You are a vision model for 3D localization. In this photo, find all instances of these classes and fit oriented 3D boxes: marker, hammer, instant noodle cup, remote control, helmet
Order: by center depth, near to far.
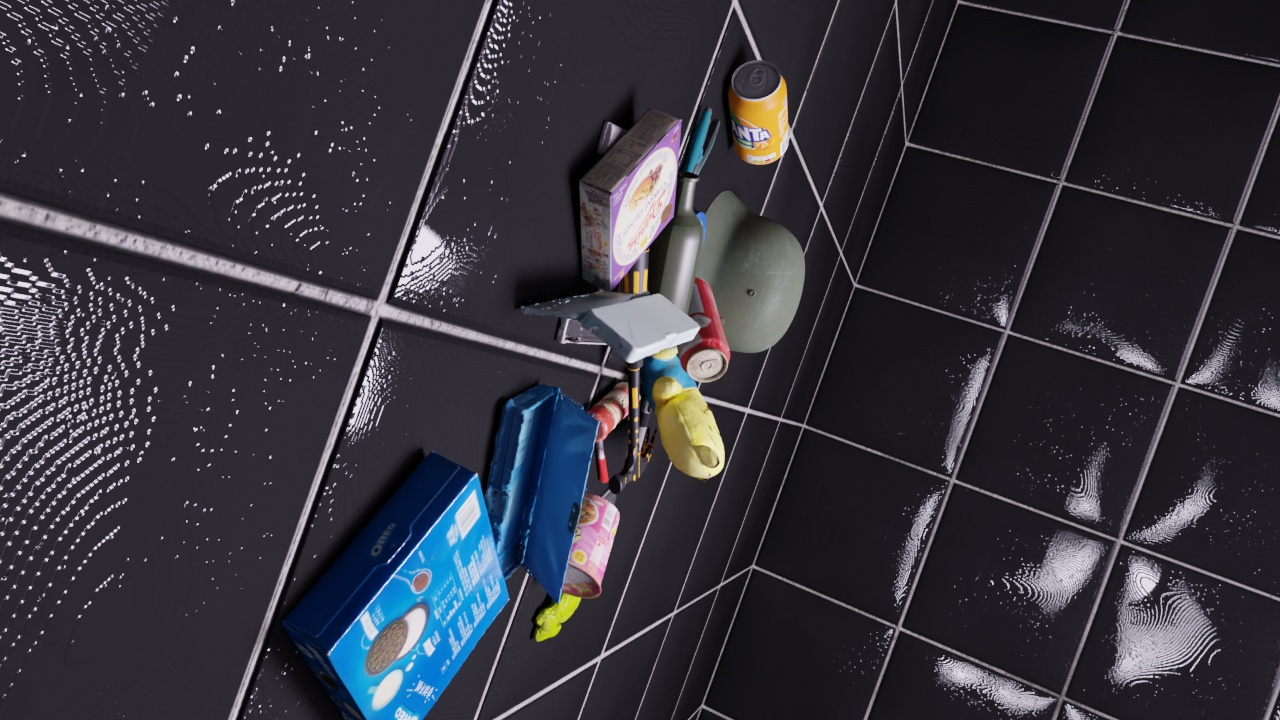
[{"bbox_3d":[-0.013,-0.232,1.000,0.130,0.012,0.033,-10,119,-69],"label":"remote control"},{"bbox_3d":[-0.007,0.007,1.149,0.123,0.036,0.321,-42,138,-57],"label":"hammer"},{"bbox_3d":[-0.077,0.237,1.193,0.098,0.098,0.108,87,22,-50],"label":"instant noodle cup"},{"bbox_3d":[-0.054,0.124,1.254,0.012,0.013,0.142,-57,158,-34],"label":"marker"},{"bbox_3d":[-0.070,0.229,1.323,0.146,0.008,0.045,-40,145,-56],"label":"remote control"},{"bbox_3d":[-0.002,0.116,1.385,0.016,0.016,0.141,-23,130,-66],"label":"marker"},{"bbox_3d":[0.169,-0.110,1.417,0.226,0.154,0.268,-7,116,-69],"label":"helmet"}]

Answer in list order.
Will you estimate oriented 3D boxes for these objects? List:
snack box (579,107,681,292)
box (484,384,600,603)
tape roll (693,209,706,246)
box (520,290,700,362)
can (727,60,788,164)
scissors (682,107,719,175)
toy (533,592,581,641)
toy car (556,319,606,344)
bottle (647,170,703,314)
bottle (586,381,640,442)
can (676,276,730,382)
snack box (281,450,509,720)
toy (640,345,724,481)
[{"bbox_3d":[-0.011,-0.173,0.994,0.143,0.040,0.148,-53,160,-32],"label":"snack box"},{"bbox_3d":[-0.107,0.152,0.993,0.094,0.102,0.232,-29,136,-64],"label":"box"},{"bbox_3d":[0.065,-0.165,1.285,0.093,0.016,0.091,-69,162,-2],"label":"tape roll"},{"bbox_3d":[-0.023,-0.047,0.966,0.196,0.136,0.049,-19,129,-67],"label":"box"},{"bbox_3d":[0.166,-0.345,1.284,0.079,0.079,0.142,-64,161,-18],"label":"can"},{"bbox_3d":[0.071,-0.262,1.201,0.127,0.019,0.153,-50,155,-41],"label":"scissors"},{"bbox_3d":[-0.114,0.344,1.279,0.093,0.036,0.094,-32,140,-51],"label":"toy"},{"bbox_3d":[-0.050,-0.039,1.045,0.113,0.039,0.039,2,110,-42],"label":"toy car"},{"bbox_3d":[0.039,-0.134,1.157,0.071,0.071,0.207,-39,144,-57],"label":"bottle"},{"bbox_3d":[-0.039,0.065,1.188,0.108,0.044,0.044,-41,146,-56],"label":"bottle"},{"bbox_3d":[0.077,-0.045,1.249,0.170,0.067,0.067,-100,-169,-50],"label":"can"},{"bbox_3d":[-0.210,0.230,0.846,0.195,0.056,0.239,-53,156,-36],"label":"snack box"},{"bbox_3d":[0.058,0.074,1.280,0.149,0.084,0.213,45,23,-61],"label":"toy"}]
